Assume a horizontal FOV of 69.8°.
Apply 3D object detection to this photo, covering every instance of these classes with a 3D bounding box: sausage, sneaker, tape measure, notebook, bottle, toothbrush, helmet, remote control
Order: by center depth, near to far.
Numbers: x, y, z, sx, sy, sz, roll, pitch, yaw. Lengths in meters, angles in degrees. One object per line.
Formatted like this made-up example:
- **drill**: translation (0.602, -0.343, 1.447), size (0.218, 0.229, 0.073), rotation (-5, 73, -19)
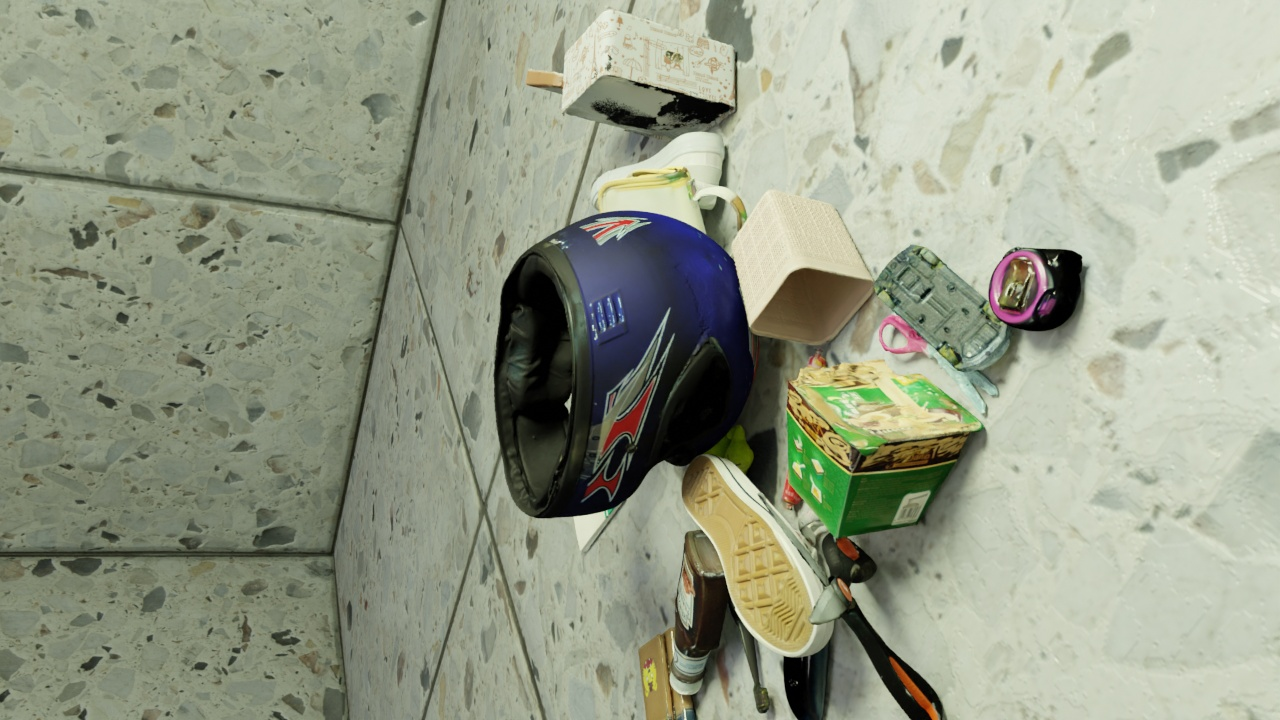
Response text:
- **tape measure**: translation (0.267, -0.049, 0.626), size (0.057, 0.039, 0.058), rotation (25, 108, 63)
- **remote control**: translation (0.148, 0.261, 0.826), size (0.053, 0.024, 0.136), rotation (-1, 84, 63)
- **sneaker**: translation (0.119, 0.169, 0.832), size (0.118, 0.087, 0.241), rotation (-66, 30, 19)
- **sausage**: translation (0.153, 0.065, 0.860), size (0.020, 0.020, 0.156), rotation (23, 105, 63)
- **toothbrush**: translation (0.101, 0.244, 0.925), size (0.027, 0.026, 0.212), rotation (119, 146, -53)
- **helmet**: translation (-0.006, 0.006, 0.936), size (0.247, 0.240, 0.316), rotation (48, 135, 49)
- **bottle**: translation (0.059, 0.268, 0.950), size (0.079, 0.044, 0.195), rotation (-110, 23, -56)
- **sneaker**: translation (0.020, -0.199, 1.126), size (0.243, 0.089, 0.090), rotation (-11, 79, 57)
- **notebook**: translation (-0.072, 0.146, 1.319), size (0.151, 0.012, 0.208), rotation (-56, 37, 43)

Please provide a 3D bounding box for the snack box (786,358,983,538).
- **snack box**: translation (0.178, 0.074, 0.721), size (0.117, 0.118, 0.106), rotation (-127, 36, -55)

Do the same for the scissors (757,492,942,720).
- **scissors**: translation (0.158, 0.177, 0.681), size (0.022, 0.234, 0.220), rotation (-35, 3, 16)

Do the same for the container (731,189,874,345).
- **container**: translation (0.142, -0.088, 0.841), size (0.090, 0.090, 0.110), rotation (122, 147, -43)

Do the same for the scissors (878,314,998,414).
- **scissors**: translation (0.230, -0.001, 0.721), size (0.073, 0.017, 0.137), rotation (-53, 41, 32)

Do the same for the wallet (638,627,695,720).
- **wallet**: translation (0.028, 0.373, 1.043), size (0.090, 0.033, 0.115), rotation (126, 144, -48)

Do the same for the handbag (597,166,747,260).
- **handbag**: translation (0.050, -0.134, 1.020), size (0.179, 0.063, 0.163), rotation (2, 118, 40)

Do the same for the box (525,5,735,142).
- **box**: translation (-0.019, -0.331, 1.123), size (0.260, 0.178, 0.110), rotation (-12, 73, 61)

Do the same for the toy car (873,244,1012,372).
- **toy car**: translation (0.229, -0.040, 0.696), size (0.054, 0.036, 0.120), rotation (-48, 48, 14)

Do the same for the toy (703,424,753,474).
- **toy**: translation (0.084, 0.107, 0.982), size (0.100, 0.031, 0.097), rotation (39, 116, 56)
